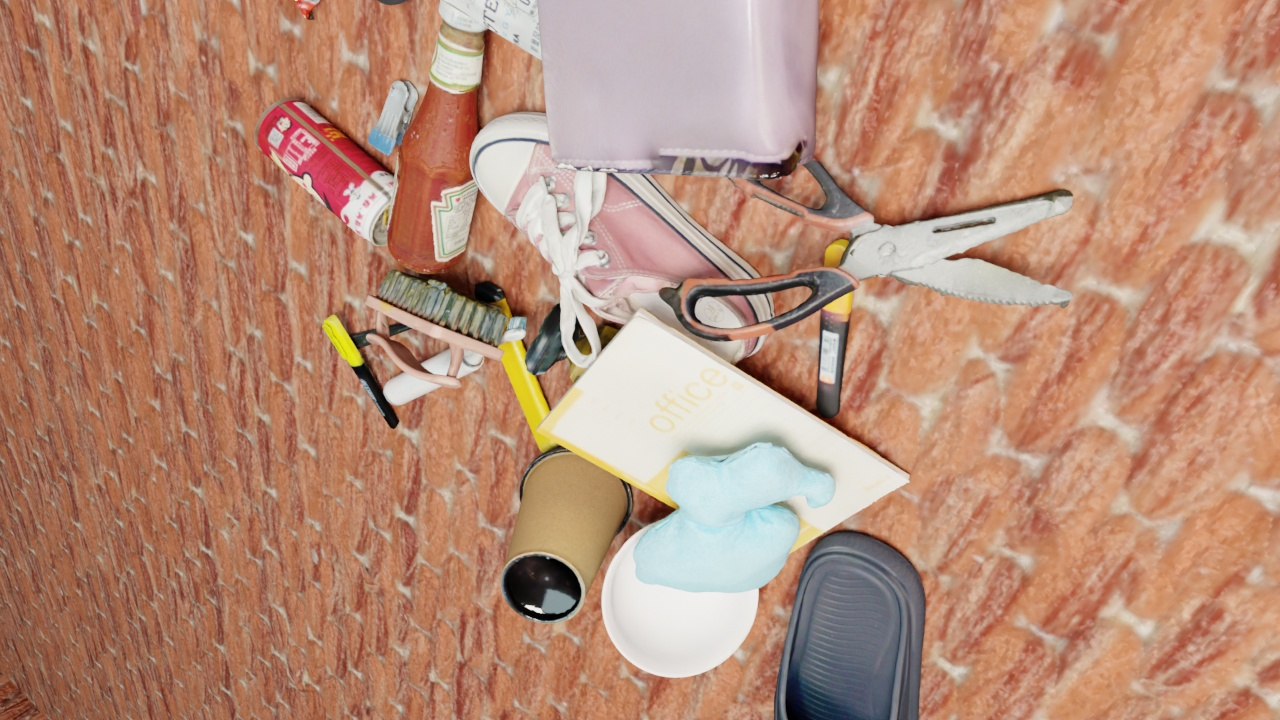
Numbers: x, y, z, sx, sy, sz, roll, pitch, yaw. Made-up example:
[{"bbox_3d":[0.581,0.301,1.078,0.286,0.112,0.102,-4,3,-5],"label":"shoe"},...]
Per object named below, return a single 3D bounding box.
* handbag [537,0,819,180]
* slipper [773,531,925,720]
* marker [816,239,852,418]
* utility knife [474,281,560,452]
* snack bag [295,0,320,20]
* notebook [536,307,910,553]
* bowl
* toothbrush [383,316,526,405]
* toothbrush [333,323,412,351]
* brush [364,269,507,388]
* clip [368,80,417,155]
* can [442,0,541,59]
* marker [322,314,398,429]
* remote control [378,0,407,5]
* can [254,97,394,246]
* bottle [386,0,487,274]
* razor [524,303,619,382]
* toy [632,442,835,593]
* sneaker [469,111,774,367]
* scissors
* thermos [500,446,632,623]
[{"bbox_3d":[0.023,-0.200,0.472,0.145,0.098,0.197,15,122,32],"label":"handbag"},{"bbox_3d":[0.137,0.248,0.658,0.111,0.083,0.268,17,123,31],"label":"slipper"},{"bbox_3d":[0.119,-0.017,0.564,0.018,0.015,0.124,18,127,30],"label":"marker"},{"bbox_3d":[-0.093,0.017,0.741,0.033,0.015,0.177,0,116,46],"label":"utility knife"},{"bbox_3d":[-0.227,-0.287,0.657,0.106,0.026,0.045,-19,94,41],"label":"snack bag"},{"bbox_3d":[0.049,0.060,0.608,0.206,0.010,0.146,31,135,-13],"label":"notebook"},{"bbox_3d":[0.024,0.172,0.699,0.118,0.118,0.065,60,170,-7],"label":"bowl"},{"bbox_3d":[-0.154,0.002,0.755,0.222,0.026,0.026,-21,58,48],"label":"toothbrush"},{"bbox_3d":[-0.226,-0.024,0.817,0.181,0.018,0.015,-10,116,42],"label":"toothbrush"},{"bbox_3d":[-0.168,-0.026,0.703,0.146,0.063,0.073,19,89,47],"label":"brush"},{"bbox_3d":[-0.183,-0.185,0.691,0.027,0.044,0.058,39,127,14],"label":"clip"},{"bbox_3d":[-0.104,-0.240,0.547,0.147,0.058,0.058,30,131,-1],"label":"can"},{"bbox_3d":[-0.258,0.013,0.853,0.018,0.015,0.124,1,124,44],"label":"marker"},{"bbox_3d":[-0.134,-0.277,0.594,0.137,0.024,0.053,-15,110,38],"label":"remote control"},{"bbox_3d":[-0.241,-0.149,0.728,0.133,0.053,0.053,40,132,12],"label":"can"},{"bbox_3d":[-0.139,-0.156,0.646,0.060,0.059,0.207,35,131,16],"label":"bottle"},{"bbox_3d":[-0.004,0.004,0.642,0.167,0.062,0.068,20,155,21],"label":"razor"},{"bbox_3d":[0.058,0.113,0.613,0.162,0.049,0.156,-16,130,19],"label":"toy"},{"bbox_3d":[-0.027,-0.073,0.589,0.241,0.087,0.119,39,132,11],"label":"sneaker"},{"bbox_3d":[0.111,-0.063,0.503,0.189,0.015,0.224,-45,64,9],"label":"scissors"},{"bbox_3d":[-0.059,0.130,0.698,0.093,0.143,0.093,3,114,8],"label":"thermos"}]
